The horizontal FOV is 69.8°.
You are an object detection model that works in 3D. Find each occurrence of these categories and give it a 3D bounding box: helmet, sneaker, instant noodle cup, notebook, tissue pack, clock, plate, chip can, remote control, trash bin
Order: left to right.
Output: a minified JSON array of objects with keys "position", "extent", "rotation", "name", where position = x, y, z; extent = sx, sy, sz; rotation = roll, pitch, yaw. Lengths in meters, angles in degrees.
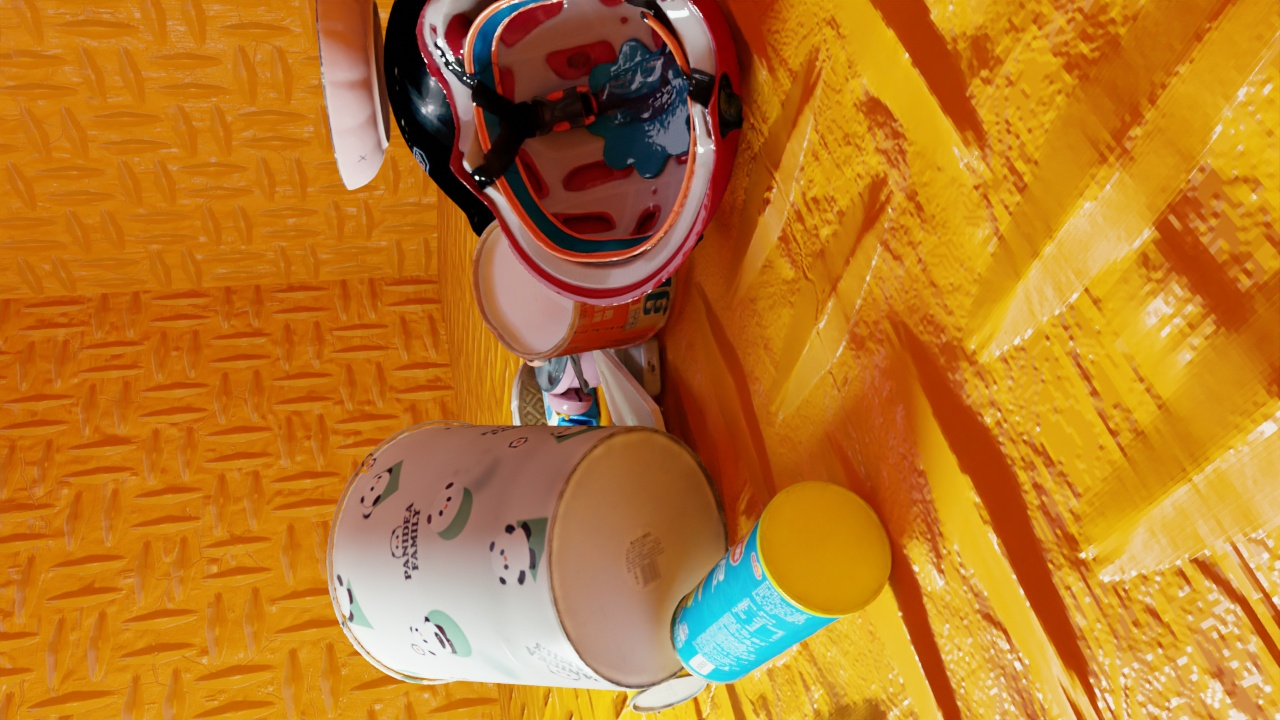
[{"position":[-0.238,-0.243,0.777],"extent":[0.192,0.039,0.192],"rotation":[175,91,-80],"name":"plate"},{"position":[-0.111,-0.253,0.800],"extent":[0.274,0.230,0.234],"rotation":[-57,14,-8],"name":"helmet"},{"position":[-0.084,0.150,0.728],"extent":[0.253,0.229,0.229],"rotation":[-11,84,44],"name":"trash bin"},{"position":[-0.128,0.110,1.193],"extent":[0.088,0.118,0.240],"rotation":[133,135,-57],"name":"sneaker"},{"position":[-0.062,-0.070,0.774],"extent":[0.151,0.111,0.151],"rotation":[13,112,36],"name":"instant noodle cup"},{"position":[-0.090,0.042,1.133],"extent":[0.095,0.052,0.157],"rotation":[117,144,-63],"name":"tissue pack"},{"position":[-0.080,-0.006,1.027],"extent":[0.117,0.059,0.159],"rotation":[-115,38,-47],"name":"clock"},{"position":[-0.019,-0.170,0.625],"extent":[0.207,0.143,0.240],"rotation":[-8,106,33],"name":"helmet"},{"position":[-0.007,0.207,0.842],"extent":[0.072,0.072,0.213],"rotation":[103,153,-48],"name":"chip can"},{"position":[-0.005,0.005,0.880],"extent":[0.136,0.020,0.056],"rotation":[176,89,-76],"name":"remote control"},{"position":[0.000,0.071,0.840],"extent":[0.209,0.012,0.150],"rotation":[-134,27,-65],"name":"notebook"},{"position":[0.075,0.143,0.557],"extent":[0.211,0.071,0.071],"rotation":[112,149,-60],"name":"chip can"}]

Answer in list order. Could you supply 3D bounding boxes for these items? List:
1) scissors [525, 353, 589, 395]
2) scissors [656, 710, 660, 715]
[{"position":[-0.088,-0.035,0.960],"extent":[0.225,0.015,0.188],"rotation":[-35,54,57],"name":"scissors"},{"position":[-0.004,0.277,0.907],"extent":[0.170,0.012,0.144],"rotation":[119,144,-68],"name":"scissors"}]
